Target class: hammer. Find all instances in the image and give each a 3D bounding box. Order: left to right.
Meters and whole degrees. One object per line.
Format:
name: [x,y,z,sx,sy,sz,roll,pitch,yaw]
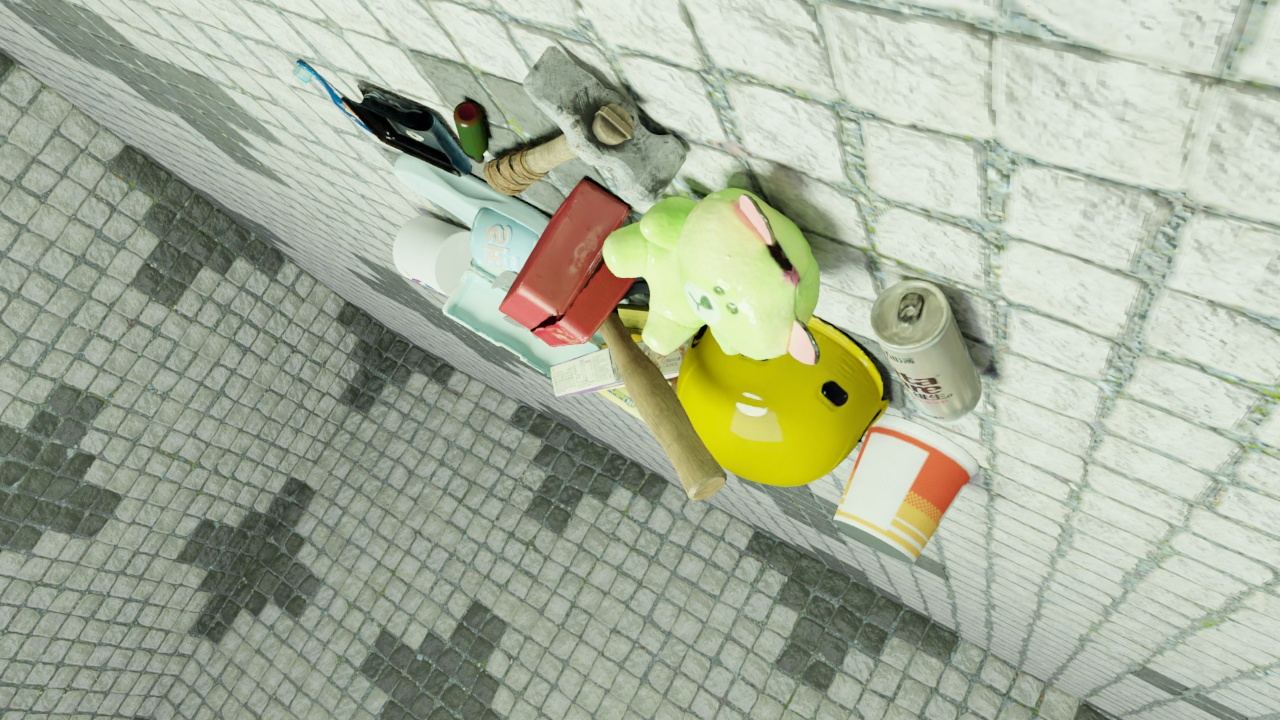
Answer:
hammer: [-0.077,-0.167,0.743,0.121,0.049,0.319,37,170,-20]
hammer: [0.006,0.013,0.875,0.040,0.132,0.305,58,180,-45]

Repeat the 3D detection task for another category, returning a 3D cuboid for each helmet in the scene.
helmet: [0.125,0.047,0.911,0.209,0.139,0.240,30,169,4]

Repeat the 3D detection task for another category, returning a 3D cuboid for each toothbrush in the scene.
toothbrush: [-0.311,-0.268,0.977,0.135,0.017,0.021,39,169,-37]

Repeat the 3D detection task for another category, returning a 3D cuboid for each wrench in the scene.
wrench: [-0.061,-0.056,1.026,0.274,0.018,0.084,7,115,34]

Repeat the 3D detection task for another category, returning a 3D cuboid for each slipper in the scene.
slipper: [-0.172,-0.146,1.010,0.245,0.074,0.104,31,171,6]

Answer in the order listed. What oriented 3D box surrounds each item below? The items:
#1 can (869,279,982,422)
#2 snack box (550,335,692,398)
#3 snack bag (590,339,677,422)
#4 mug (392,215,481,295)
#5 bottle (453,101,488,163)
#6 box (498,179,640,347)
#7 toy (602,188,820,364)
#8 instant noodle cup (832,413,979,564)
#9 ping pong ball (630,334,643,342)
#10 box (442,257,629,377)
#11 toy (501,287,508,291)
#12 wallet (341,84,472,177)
can: [0.212,-0.003,0.672,0.054,0.054,0.135,23,167,37]
snack box: [-0.006,0.006,1.049,0.147,0.040,0.144,-9,176,-33]
snack bag: [-0.039,0.002,1.240,0.247,0.068,0.159,33,-170,16]
mug: [-0.264,-0.145,1.264,0.090,0.091,0.121,23,-158,35]
bottle: [-0.150,-0.200,0.826,0.025,0.025,0.106,30,170,2]
box: [-0.065,-0.084,0.861,0.092,0.129,0.158,34,168,-14]
toy: [0.064,-0.066,0.691,0.197,0.107,0.150,4,129,50]
instant noodle cup: [0.276,0.141,0.982,0.123,0.121,0.123,29,170,6]
ping pong ball: [0.007,-0.024,1.177,0.040,0.040,0.040,29,170,6]
box: [-0.127,-0.064,1.120,0.197,0.134,0.041,30,-178,0]
toy: [-0.136,-0.081,1.173,0.105,0.084,0.033,34,131,17]
wallet: [-0.228,-0.228,0.908,0.115,0.026,0.089,26,169,20]
